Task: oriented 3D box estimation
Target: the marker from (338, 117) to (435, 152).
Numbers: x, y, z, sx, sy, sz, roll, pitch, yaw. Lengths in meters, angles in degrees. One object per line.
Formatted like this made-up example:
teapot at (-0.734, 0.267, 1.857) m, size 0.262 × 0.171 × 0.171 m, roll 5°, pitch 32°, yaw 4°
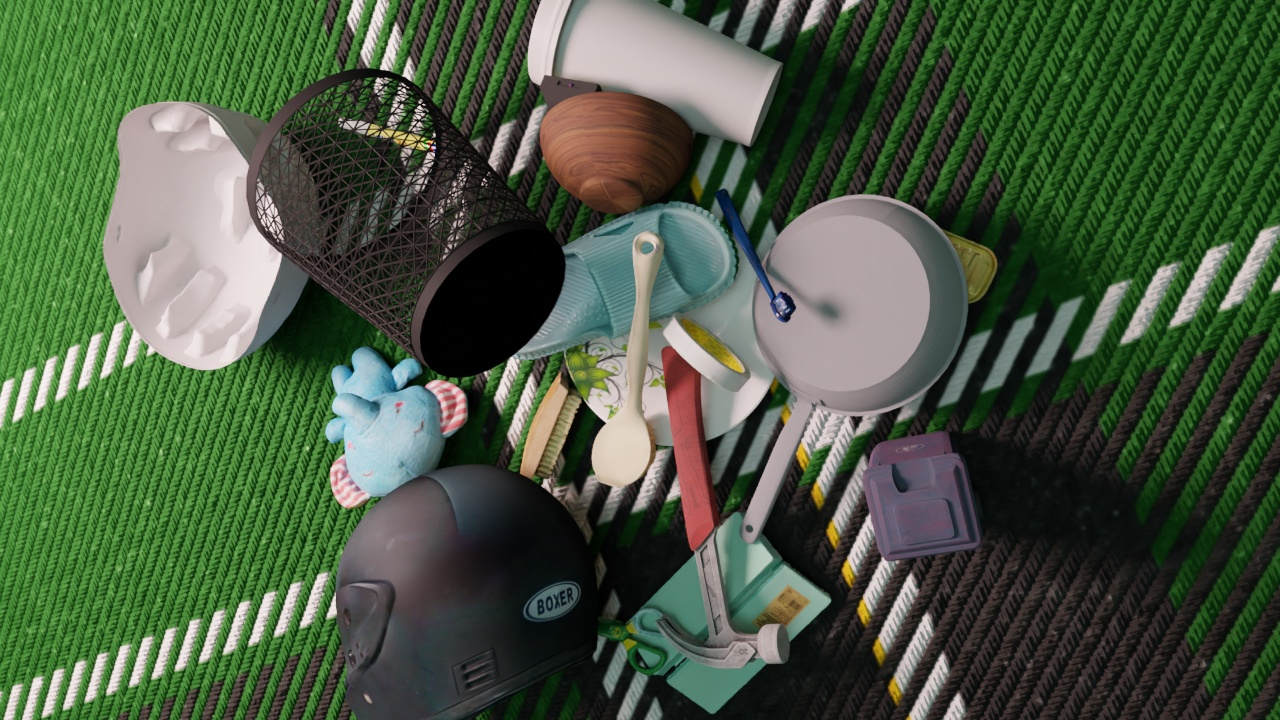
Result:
marker at (-0.277, -0.250, 1.019) m, size 0.132 × 0.014 × 0.014 m, roll 17°, pitch 100°, yaw 15°

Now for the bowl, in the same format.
bowl at (-0.025, -0.182, 0.870) m, size 0.147 × 0.147 × 0.068 m, roll -2°, pitch 69°, yaw 17°

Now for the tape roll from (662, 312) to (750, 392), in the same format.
tape roll at (0.062, -0.008, 0.860) m, size 0.094 × 0.094 × 0.019 m, roll 42°, pitch 104°, yaw 10°

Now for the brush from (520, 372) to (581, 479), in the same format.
brush at (-0.096, 0.074, 0.975) m, size 0.039 × 0.049 × 0.117 m, roll 23°, pitch 101°, yaw -9°

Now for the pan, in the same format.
pan at (0.160, 0.020, 0.847) m, size 0.201 × 0.050 × 0.357 m, roll 31°, pitch 106°, yaw 28°

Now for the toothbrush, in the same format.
toothbrush at (0.105, -0.103, 0.852) m, size 0.017 × 0.016 × 0.189 m, roll -56°, pitch 36°, yaw 33°

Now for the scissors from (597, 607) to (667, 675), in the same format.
scissors at (-0.021, 0.280, 0.969) m, size 0.131 × 0.014 × 0.071 m, roll 13°, pitch 87°, yaw 37°

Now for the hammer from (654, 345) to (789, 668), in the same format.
hammer at (0.056, 0.141, 0.900) m, size 0.126 × 0.036 × 0.315 m, roll -11°, pitch 88°, yaw 27°

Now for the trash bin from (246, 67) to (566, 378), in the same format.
trash bin at (-0.211, -0.121, 0.872) m, size 0.243 × 0.216 × 0.217 m, roll 41°, pitch 105°, yaw 26°

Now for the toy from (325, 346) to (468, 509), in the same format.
toy at (-0.288, 0.061, 1.008) m, size 0.183 × 0.115 × 0.180 m, roll -38°, pitch 71°, yaw 7°

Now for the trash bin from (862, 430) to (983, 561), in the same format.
trash bin at (0.250, 0.119, 0.812) m, size 0.094 × 0.160 × 0.092 m, roll -13°, pitch 91°, yaw 17°

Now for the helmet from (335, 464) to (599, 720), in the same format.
helmet at (-0.189, 0.236, 0.926) m, size 0.317 × 0.248 × 0.235 m, roll -41°, pitch 70°, yaw 41°

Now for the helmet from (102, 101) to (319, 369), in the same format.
helmet at (-0.462, -0.130, 0.997) m, size 0.224 × 0.183 × 0.282 m, roll 15°, pitch 92°, yaw 21°

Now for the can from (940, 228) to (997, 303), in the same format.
can at (0.271, -0.091, 0.841) m, size 0.100 × 0.059 × 0.054 m, roll 26°, pitch 101°, yaw 13°

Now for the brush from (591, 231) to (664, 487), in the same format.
brush at (-0.005, 0.005, 0.862) m, size 0.062 × 0.077 × 0.273 m, roll 10°, pitch 121°, yaw 5°

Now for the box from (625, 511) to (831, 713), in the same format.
box at (0.085, 0.262, 0.939) m, size 0.138 × 0.057 × 0.187 m, roll 44°, pitch 107°, yaw 16°

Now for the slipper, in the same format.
slipper at (-0.041, -0.074, 0.902) m, size 0.277 × 0.069 × 0.116 m, roll -21°, pitch 85°, yaw 18°

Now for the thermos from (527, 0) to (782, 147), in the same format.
thermos at (0.016, -0.282, 0.876) m, size 0.222 × 0.131 × 0.131 m, roll 22°, pitch 101°, yaw 6°

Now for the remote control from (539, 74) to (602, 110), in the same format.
remote control at (-0.054, -0.228, 0.893) m, size 0.058 × 0.133 × 0.013 m, roll 14°, pitch 73°, yaw 13°

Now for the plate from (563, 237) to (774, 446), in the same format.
plate at (0.032, -0.029, 0.935) m, size 0.230 × 0.030 × 0.229 m, roll 2°, pitch 95°, yaw 17°
